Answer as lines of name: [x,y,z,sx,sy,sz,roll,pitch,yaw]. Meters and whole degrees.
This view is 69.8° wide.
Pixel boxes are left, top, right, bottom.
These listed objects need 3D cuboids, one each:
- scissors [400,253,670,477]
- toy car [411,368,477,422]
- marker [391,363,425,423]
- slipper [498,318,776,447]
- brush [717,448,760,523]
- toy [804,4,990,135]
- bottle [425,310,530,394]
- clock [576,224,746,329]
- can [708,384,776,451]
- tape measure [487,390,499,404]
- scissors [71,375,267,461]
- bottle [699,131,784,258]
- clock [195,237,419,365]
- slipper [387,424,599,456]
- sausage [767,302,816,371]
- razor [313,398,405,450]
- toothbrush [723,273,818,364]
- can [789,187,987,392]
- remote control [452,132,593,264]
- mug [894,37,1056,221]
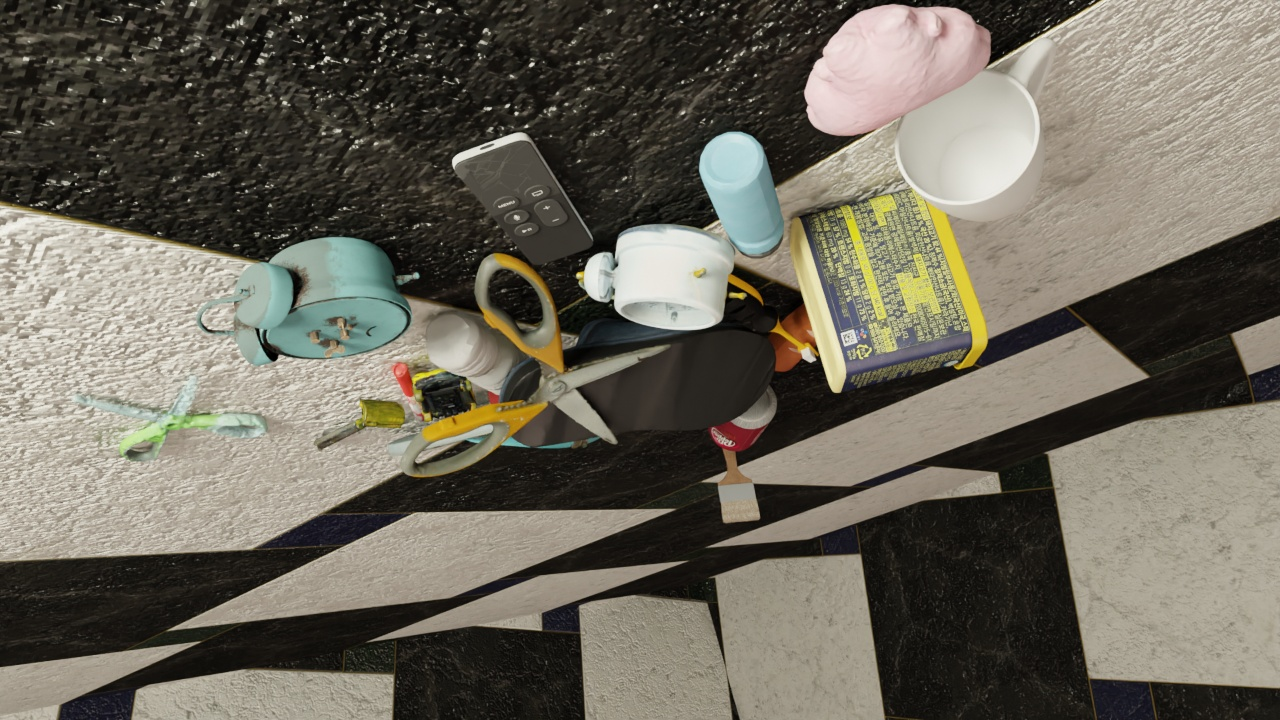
scissors: [-0.082,0.011,0.680,0.225,0.016,0.230,-23,134,-12]
toy car: [-0.168,0.026,0.786,0.049,0.030,0.107,-11,163,-11]
marker: [-0.201,0.032,0.805,0.012,0.012,0.142,-12,161,-10]
slipper: [-0.005,0.005,0.796,0.265,0.083,0.109,-7,127,-28]
brush: [0.112,0.125,1.114,0.045,0.143,0.008,-3,158,-12]
toy: [0.126,-0.153,0.477,0.103,0.050,0.093,-22,164,28]
bottle: [-0.120,-0.001,0.725,0.044,0.044,0.136,-20,161,12]
clock: [0.011,-0.056,0.639,0.118,0.057,0.083,-3,165,37]
can: [0.117,0.063,1.066,0.063,0.063,0.114,-13,161,-9]
tape measure: [-0.124,0.036,0.816,0.019,0.051,0.059,-13,161,-8]
scissors: [-0.360,0.045,0.721,0.165,0.024,0.172,7,153,-38]
bottle: [0.069,-0.101,0.597,0.040,0.040,0.130,-19,161,10]
clock: [-0.201,-0.033,0.556,0.124,0.053,0.090,-5,158,-30]
slipper: [-0.108,0.067,0.877,0.269,0.055,0.098,-14,-179,-1]
sausage: [0.166,-0.036,0.852,0.039,0.044,0.165,-26,171,-37]
razor: [-0.262,0.062,0.830,0.106,0.026,0.042,-24,162,34]
toothbrush: [0.106,-0.036,0.784,0.031,0.030,0.196,-27,146,27]
can: [0.178,-0.052,0.680,0.104,0.135,0.075,-14,162,3]
remote control: [-0.067,-0.094,0.559,0.045,0.008,0.146,-18,161,7]
mug: [0.219,-0.141,0.568,0.114,0.081,0.087,-56,154,14]
